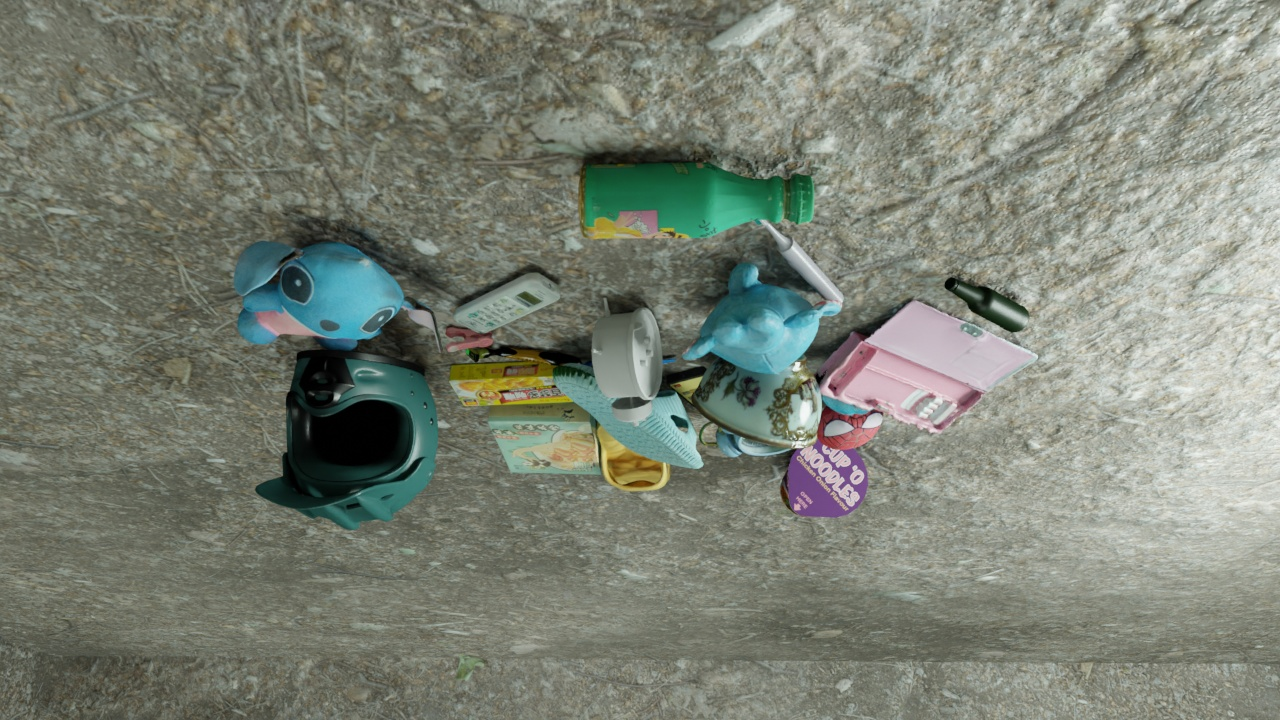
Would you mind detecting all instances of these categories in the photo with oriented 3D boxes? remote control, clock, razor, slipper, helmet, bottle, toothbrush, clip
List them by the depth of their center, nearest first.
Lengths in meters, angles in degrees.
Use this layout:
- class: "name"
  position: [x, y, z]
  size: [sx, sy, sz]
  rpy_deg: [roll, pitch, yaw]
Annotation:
- class: "bottle"
  position: [0.050, -0.145, 0.832]
  size: [0.210, 0.068, 0.068]
  rpy_deg: [0, 152, 2]
- class: "toothbrush"
  position: [0.165, -0.105, 0.956]
  size: [0.019, 0.018, 0.188]
  rpy_deg: [-19, 146, 29]
- class: "bottle"
  position: [0.380, -0.064, 1.012]
  size: [0.122, 0.033, 0.033]
  rpy_deg: [20, 146, -31]
- class: "remote control"
  position: [-0.151, -0.066, 1.030]
  size: [0.134, 0.022, 0.050]
  rpy_deg: [-21, 145, 34]
- class: "clock"
  position: [-0.007, 0.006, 1.069]
  size: [0.061, 0.119, 0.159]
  rpy_deg: [-4, 141, 19]
- class: "helmet"
  position: [-0.341, 0.100, 1.088]
  size: [0.176, 0.200, 0.275]
  rpy_deg: [2, 173, 3]
- class: "clip"
  position: [-0.210, -0.030, 1.107]
  size: [0.059, 0.045, 0.023]
  rpy_deg: [-27, 163, -22]
- class: "razor"
  position: [-0.145, -0.004, 1.146]
  size: [0.144, 0.021, 0.044]
  rpy_deg: [7, 169, -10]
- class: "slipper"
  position: [-0.009, 0.063, 1.200]
  size: [0.116, 0.069, 0.276]
  rpy_deg: [1, 151, 40]
- class: "clock"
  position: [0.157, 0.082, 1.239]
  size: [0.162, 0.060, 0.118]
  rpy_deg: [-11, 146, 0]
- class: "remote control"
  position: [0.091, 0.047, 1.242]
  size: [0.058, 0.013, 0.133]
  rpy_deg: [-16, 147, 28]
- class: "slipper"
  position: [-0.012, 0.153, 1.376]
  size: [0.099, 0.078, 0.264]
  rpy_deg: [-3, 149, 6]

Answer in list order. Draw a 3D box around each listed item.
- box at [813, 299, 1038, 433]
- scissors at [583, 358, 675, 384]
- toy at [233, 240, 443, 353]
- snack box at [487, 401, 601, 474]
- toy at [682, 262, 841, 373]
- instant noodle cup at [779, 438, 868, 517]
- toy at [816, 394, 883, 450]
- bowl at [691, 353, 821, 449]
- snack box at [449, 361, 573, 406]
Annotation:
- class: "box"
  position: [0.353, 0.006, 1.142]
  size: [0.232, 0.040, 0.180]
  rpy_deg: [20, 130, -30]
- class: "scissors"
  position: [-0.014, 0.010, 1.178]
  size: [0.125, 0.013, 0.126]
  rpy_deg: [-8, 155, 18]
- class: "toy"
  position: [-0.326, -0.056, 0.980]
  size: [0.223, 0.098, 0.192]
  rpy_deg: [18, 153, -34]
- class: "snack box"
  position: [-0.134, 0.113, 1.337]
  size: [0.141, 0.044, 0.194]
  rpy_deg: [1, 152, 3]
- class: "toy"
  position: [0.118, -0.045, 0.977]
  size: [0.184, 0.114, 0.180]
  rpy_deg: [-15, 170, 17]
- class: "instant noodle cup"
  position: [0.265, 0.196, 1.413]
  size: [0.122, 0.136, 0.122]
  rpy_deg: [46, 162, 9]
- class: "toy"
  position: [0.285, 0.071, 1.238]
  size: [0.092, 0.062, 0.133]
  rpy_deg: [-12, 138, -8]
- class: "bowl"
  position: [0.151, 0.028, 1.102]
  size: [0.159, 0.160, 0.094]
  rpy_deg: [11, 109, -19]
- class: "snack box"
  position: [-0.167, 0.031, 1.206]
  size: [0.152, 0.025, 0.075]
  rpy_deg: [-3, 151, 6]
